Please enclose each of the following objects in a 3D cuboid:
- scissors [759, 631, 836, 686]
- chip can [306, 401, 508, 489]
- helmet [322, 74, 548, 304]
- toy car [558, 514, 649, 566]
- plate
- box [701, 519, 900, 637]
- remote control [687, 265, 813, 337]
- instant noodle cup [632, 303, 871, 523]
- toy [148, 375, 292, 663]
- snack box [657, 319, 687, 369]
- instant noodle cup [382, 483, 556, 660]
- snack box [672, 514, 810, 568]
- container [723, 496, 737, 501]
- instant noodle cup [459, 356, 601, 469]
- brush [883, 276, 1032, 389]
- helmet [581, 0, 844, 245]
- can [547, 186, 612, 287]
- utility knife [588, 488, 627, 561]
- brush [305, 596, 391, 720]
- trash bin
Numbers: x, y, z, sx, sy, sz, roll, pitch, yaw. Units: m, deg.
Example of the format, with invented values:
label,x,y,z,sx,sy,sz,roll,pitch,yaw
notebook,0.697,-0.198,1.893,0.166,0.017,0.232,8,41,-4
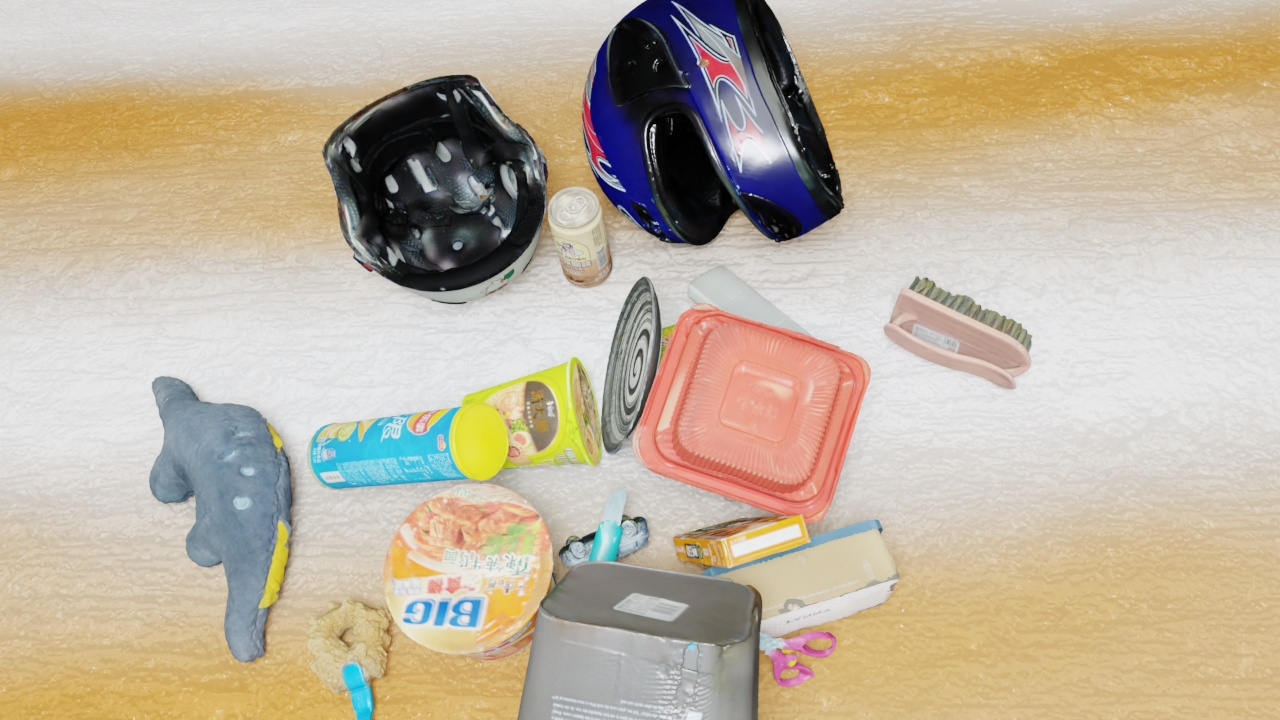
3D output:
label,x,y,z,sx,sy,sz,roll,pitch,yaw
scissors,0.117,0.237,0.782,0.074,0.137,0.017,-43,33,11
chip can,-0.228,0.085,0.885,0.211,0.071,0.071,-9,56,34
helmet,-0.215,-0.170,1.028,0.230,0.157,0.274,-31,72,-8
toy car,-0.034,0.176,0.883,0.090,0.043,0.034,-20,94,-10
plate,-0.005,0.005,0.905,0.024,0.180,0.179,11,60,-14
box,0.147,0.201,0.822,0.184,0.090,0.061,-17,59,-6
remote control,0.120,-0.046,0.994,0.058,0.021,0.150,-31,61,-32
instant noodle cup,0.099,0.040,0.806,0.189,0.079,0.164,17,80,5
toy,-0.423,0.122,0.934,0.138,0.091,0.356,-44,61,13
snack box,0.049,-0.009,0.927,0.085,0.026,0.156,-18,16,-5
instant noodle cup,-0.145,0.202,0.838,0.151,0.111,0.151,-3,61,5
snack box,0.085,0.159,0.811,0.075,0.154,0.026,-13,83,-15
container,0.112,0.065,0.902,0.090,0.090,0.110,-12,57,-1
instant noodle cup,-0.113,0.063,0.922,0.123,0.112,0.111,-12,60,8
brush,0.327,-0.023,0.942,0.146,0.063,0.072,29,64,18
helmet,0.061,-0.243,0.992,0.241,0.247,0.315,-25,61,23
can,-0.066,-0.134,1.013,0.058,0.116,0.058,-3,61,5
utility knife,-0.040,0.207,0.852,0.029,0.013,0.182,15,82,-3
brush,-0.248,0.326,0.814,0.083,0.046,0.254,-16,55,-7
trash bin,0.001,0.282,0.682,0.199,0.198,0.220,7,95,10
